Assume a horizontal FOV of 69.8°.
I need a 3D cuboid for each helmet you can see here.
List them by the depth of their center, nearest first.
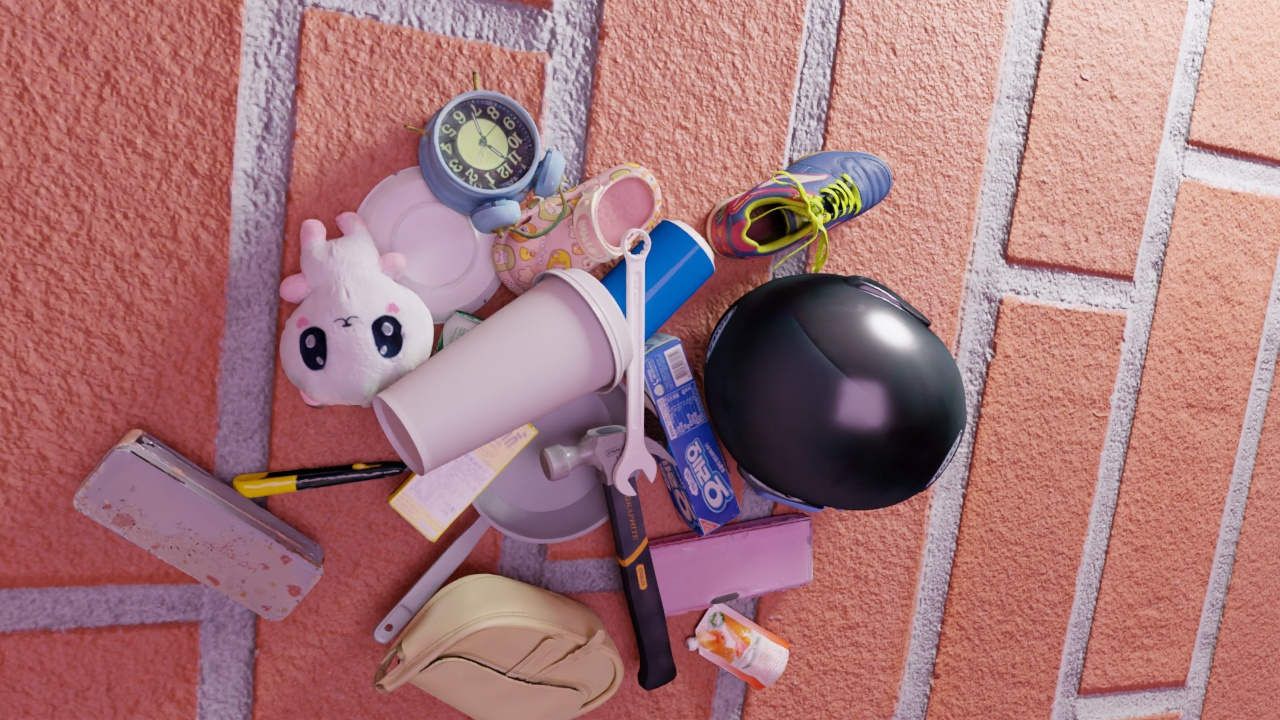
[{"bbox_3d":[0.224,0.046,0.976,0.316,0.236,0.249,24,99,-27],"label":"helmet"}]

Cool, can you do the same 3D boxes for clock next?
[{"bbox_3d":[-0.138,-0.186,0.877,0.162,0.060,0.118,45,73,-9],"label":"clock"}]

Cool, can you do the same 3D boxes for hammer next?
[{"bbox_3d":[-0.012,0.219,0.992,0.139,0.035,0.313,-17,108,-21],"label":"hammer"}]

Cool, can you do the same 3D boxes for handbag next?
[{"bbox_3d":[-0.135,0.312,0.942,0.191,0.088,0.233,-44,129,-2],"label":"handbag"}]

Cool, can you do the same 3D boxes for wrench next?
[{"bbox_3d":[-0.005,0.005,0.922,0.047,0.009,0.273,-6,104,-26],"label":"wrench"}]

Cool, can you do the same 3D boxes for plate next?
[{"bbox_3d":[-0.204,-0.113,0.904,0.156,0.014,0.157,-4,100,-22],"label":"plate"}]

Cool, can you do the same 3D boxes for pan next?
[{"bbox_3d":[-0.146,0.148,0.954,0.356,0.051,0.201,-45,112,-9],"label":"pan"}]

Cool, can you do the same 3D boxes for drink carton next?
[{"bbox_3d":[0.117,0.344,1.110,0.122,0.039,0.069,35,85,-18],"label":"drink carton"}]

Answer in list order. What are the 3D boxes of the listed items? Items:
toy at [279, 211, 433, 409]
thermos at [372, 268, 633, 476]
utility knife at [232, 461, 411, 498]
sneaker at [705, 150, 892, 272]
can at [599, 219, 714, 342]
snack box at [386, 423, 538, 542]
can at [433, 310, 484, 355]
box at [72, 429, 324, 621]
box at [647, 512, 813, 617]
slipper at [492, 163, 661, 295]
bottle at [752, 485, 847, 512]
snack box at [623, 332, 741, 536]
[{"bbox_3d":[-0.266,-0.046,0.848,0.138,0.101,0.179,-12,96,-9],"label":"toy"},{"bbox_3d":[-0.126,0.013,0.842,0.221,0.132,0.131,-32,110,-27],"label":"thermos"},{"bbox_3d":[-0.286,0.111,0.904,0.213,0.029,0.020,-4,107,-23],"label":"utility knife"},{"bbox_3d":[0.194,-0.167,1.015,0.241,0.091,0.116,-24,105,-17],"label":"sneaker"},{"bbox_3d":[0.006,-0.075,0.961,0.146,0.079,0.079,-45,112,-9],"label":"can"},{"bbox_3d":[-0.174,0.103,0.902,0.148,0.026,0.061,-46,106,-10],"label":"snack box"},{"bbox_3d":[-0.181,0.005,0.911,0.053,0.053,0.101,19,95,-24],"label":"can"},{"bbox_3d":[-0.397,0.153,0.842,0.081,0.062,0.216,-43,114,14],"label":"box"},{"bbox_3d":[0.098,0.240,1.079,0.232,0.037,0.098,-5,102,-21],"label":"box"},{"bbox_3d":[-0.051,-0.127,0.925,0.197,0.081,0.093,-32,119,-18],"label":"slipper"},{"bbox_3d":[0.199,0.156,1.098,0.131,0.048,0.048,20,91,-24],"label":"bottle"},{"bbox_3d":[0.044,0.082,1.018,0.059,0.059,0.226,-28,109,-20],"label":"snack box"}]
